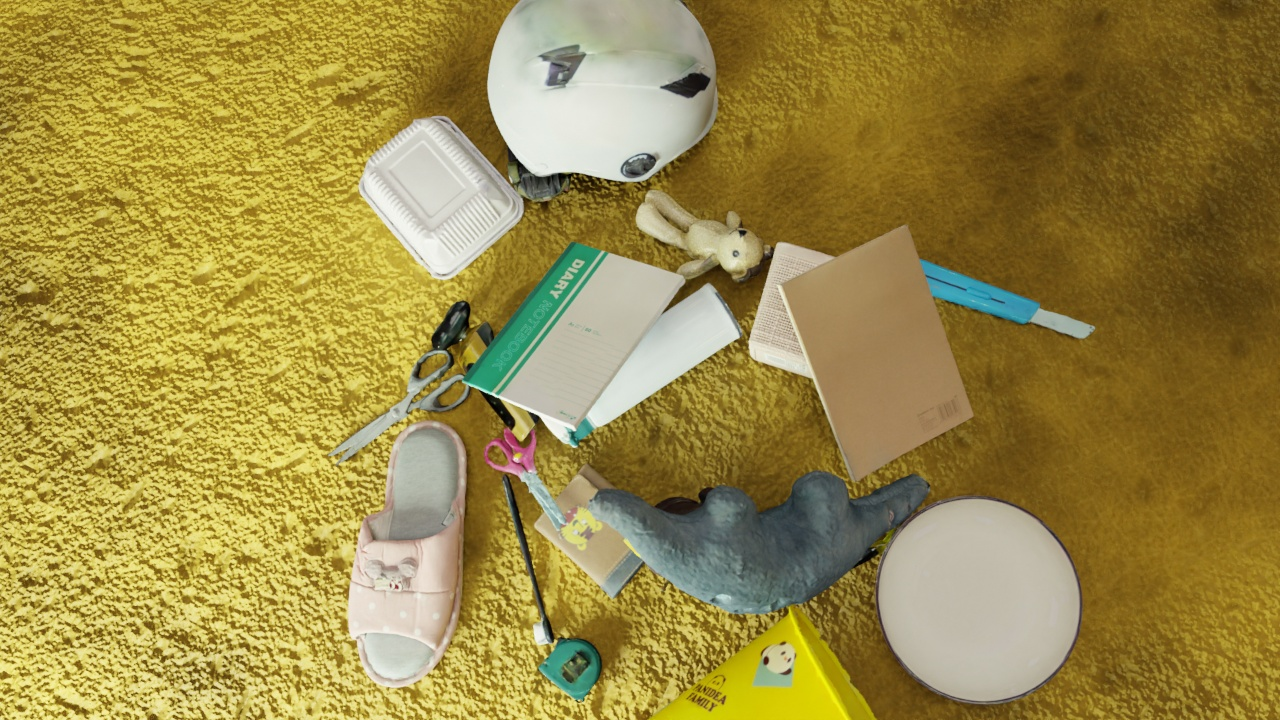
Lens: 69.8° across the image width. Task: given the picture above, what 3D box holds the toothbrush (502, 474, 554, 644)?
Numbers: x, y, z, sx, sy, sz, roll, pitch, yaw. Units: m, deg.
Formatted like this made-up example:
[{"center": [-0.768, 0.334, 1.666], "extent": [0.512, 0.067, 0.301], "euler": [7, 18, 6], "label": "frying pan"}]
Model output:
[{"center": [-0.121, 0.206, 0.955], "extent": [0.018, 0.015, 0.181], "euler": [-19, 76, 11], "label": "toothbrush"}]

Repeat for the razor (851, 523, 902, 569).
[{"center": [0.223, 0.195, 0.911], "extent": [0.142, 0.022, 0.043], "euler": [-25, 105, -1], "label": "razor"}]

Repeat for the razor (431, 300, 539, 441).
[{"center": [-0.164, 0.014, 0.980], "extent": [0.067, 0.062, 0.167], "euler": [-24, 72, -40], "label": "razor"}]

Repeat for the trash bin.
[{"center": [0.090, 0.377, 0.792], "extent": [0.255, 0.229, 0.229], "euler": [-33, 76, 4], "label": "trash bin"}]

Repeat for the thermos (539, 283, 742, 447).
[{"center": [-0.006, 0.006, 0.961], "extent": [0.224, 0.073, 0.073], "euler": [-33, 76, -1], "label": "thermos"}]

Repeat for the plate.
[{"center": [0.317, 0.226, 0.877], "extent": [0.192, 0.039, 0.192], "euler": [0, 82, 2], "label": "plate"}]

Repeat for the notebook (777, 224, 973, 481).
[{"center": [0.236, -0.007, 0.901], "extent": [0.149, 0.012, 0.211], "euler": [-25, 101, -13], "label": "notebook"}]

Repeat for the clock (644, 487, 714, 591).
[{"center": [0.057, 0.173, 0.908], "extent": [0.121, 0.055, 0.082], "euler": [-22, 100, -28], "label": "clock"}]

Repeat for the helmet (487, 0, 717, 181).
[{"center": [-0.034, -0.321, 0.972], "extent": [0.258, 0.146, 0.228], "euler": [-4, 69, -7], "label": "helmet"}]

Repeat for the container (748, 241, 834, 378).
[{"center": [0.165, -0.048, 0.941], "extent": [0.090, 0.090, 0.111], "euler": [18, 83, 10], "label": "container"}]

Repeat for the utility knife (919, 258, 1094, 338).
[{"center": [0.369, -0.062, 0.955], "extent": [0.203, 0.018, 0.034], "euler": [20, 80, 10], "label": "utility knife"}]

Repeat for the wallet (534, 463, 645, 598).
[{"center": [-0.041, 0.174, 0.945], "extent": [0.115, 0.033, 0.090], "euler": [39, 85, 17], "label": "wallet"}]

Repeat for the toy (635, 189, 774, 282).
[{"center": [0.065, -0.136, 0.984], "extent": [0.157, 0.066, 0.105], "euler": [31, 60, 23], "label": "toy"}]

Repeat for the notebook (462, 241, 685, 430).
[{"center": [-0.069, -0.032, 0.951], "extent": [0.150, 0.012, 0.208], "euler": [20, 61, 28], "label": "notebook"}]

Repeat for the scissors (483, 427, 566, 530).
[{"center": [-0.118, 0.126, 0.958], "extent": [0.064, 0.017, 0.135], "euler": [-30, 61, -7], "label": "scissors"}]

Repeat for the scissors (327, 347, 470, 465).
[{"center": [-0.261, 0.062, 1.005], "extent": [0.142, 0.014, 0.173], "euler": [17, 79, 11], "label": "scissors"}]

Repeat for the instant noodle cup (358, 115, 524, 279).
[{"center": [-0.234, -0.194, 1.037], "extent": [0.138, 0.060, 0.173], "euler": [-41, 75, -3], "label": "instant noodle cup"}]

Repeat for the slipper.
[{"center": [-0.237, 0.196, 0.951], "extent": [0.114, 0.054, 0.274], "euler": [6, 78, 8], "label": "slipper"}]

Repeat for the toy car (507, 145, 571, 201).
[{"center": [-0.117, -0.255, 1.044], "extent": [0.070, 0.042, 0.158], "euler": [-8, 72, 2], "label": "toy car"}]

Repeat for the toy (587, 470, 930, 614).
[{"center": [0.120, 0.166, 0.851], "extent": [0.355, 0.091, 0.138], "euler": [-2, 103, -22], "label": "toy"}]

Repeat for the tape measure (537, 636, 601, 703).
[{"center": [-0.067, 0.307, 0.920], "extent": [0.058, 0.025, 0.054], "euler": [36, 85, 12], "label": "tape measure"}]
